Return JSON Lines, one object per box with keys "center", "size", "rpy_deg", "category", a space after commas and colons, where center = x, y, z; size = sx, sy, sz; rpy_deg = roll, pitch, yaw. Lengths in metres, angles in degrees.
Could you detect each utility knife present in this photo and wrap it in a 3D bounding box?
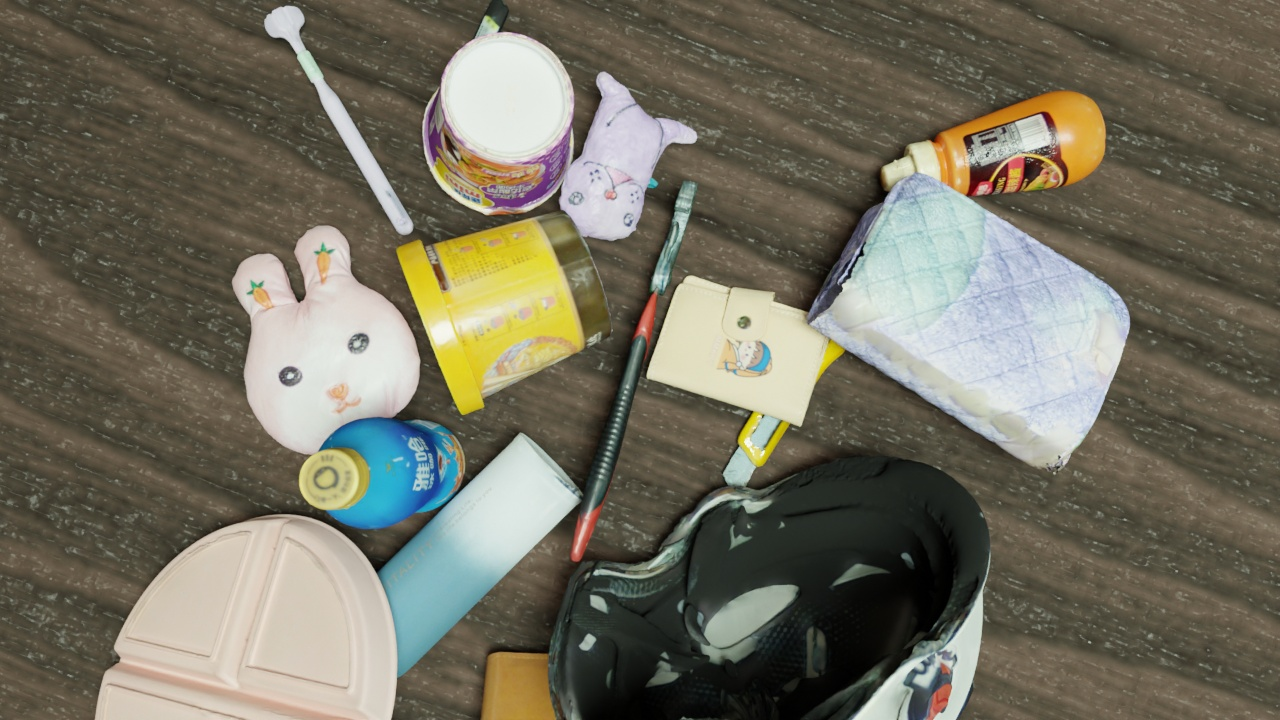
{"center": [0.111, 0.020, 0.660], "size": [0.033, 0.015, 0.180], "rpy_deg": [32, 86, 5], "category": "utility knife"}

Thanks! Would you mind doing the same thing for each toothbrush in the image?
{"center": [-0.217, -0.173, 0.669], "size": [0.029, 0.021, 0.189], "rpy_deg": [-30, 88, -5], "category": "toothbrush"}

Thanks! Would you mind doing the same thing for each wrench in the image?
{"center": [-0.004, 0.004, 0.628], "size": [0.016, 0.056, 0.273], "rpy_deg": [17, 78, 3], "category": "wrench"}

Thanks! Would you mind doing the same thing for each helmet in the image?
{"center": [0.089, 0.189, 0.560], "size": [0.273, 0.230, 0.157], "rpy_deg": [-26, 112, -15], "category": "helmet"}

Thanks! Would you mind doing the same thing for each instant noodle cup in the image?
{"center": [-0.089, -0.039, 0.616], "size": [0.114, 0.118, 0.118], "rpy_deg": [-22, 86, -10], "category": "instant noodle cup"}
{"center": [-0.092, -0.164, 0.622], "size": [0.111, 0.099, 0.111], "rpy_deg": [1, 87, -13], "category": "instant noodle cup"}

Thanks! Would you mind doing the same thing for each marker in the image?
{"center": [-0.126, -0.211, 0.676], "size": [0.018, 0.015, 0.124], "rpy_deg": [22, 83, 0], "category": "marker"}

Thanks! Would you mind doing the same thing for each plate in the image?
{"center": [-0.258, 0.208, 0.582], "size": [0.230, 0.028, 0.229], "rpy_deg": [-8, 66, 19], "category": "plate"}

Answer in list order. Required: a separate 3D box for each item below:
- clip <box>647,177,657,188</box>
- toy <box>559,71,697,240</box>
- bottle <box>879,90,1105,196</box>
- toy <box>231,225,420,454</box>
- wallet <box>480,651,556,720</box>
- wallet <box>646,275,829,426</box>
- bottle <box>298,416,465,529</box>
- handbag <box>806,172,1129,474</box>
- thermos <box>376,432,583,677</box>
{"center": [-0.015, -0.136, 0.671], "size": [0.057, 0.014, 0.047], "rpy_deg": [34, 88, 0], "category": "clip"}
{"center": [-0.015, -0.134, 0.645], "size": [0.084, 0.039, 0.108], "rpy_deg": [25, 86, -19], "category": "toy"}
{"center": [0.246, -0.146, 0.655], "size": [0.149, 0.066, 0.066], "rpy_deg": [-13, 86, 5], "category": "bottle"}
{"center": [-0.226, -0.015, 0.642], "size": [0.121, 0.054, 0.159], "rpy_deg": [-28, 79, -3], "category": "toy"}
{"center": [-0.054, 0.257, 0.599], "size": [0.108, 0.031, 0.131], "rpy_deg": [2, 48, -1], "category": "wallet"}
{"center": [0.072, -0.011, 0.651], "size": [0.115, 0.024, 0.087], "rpy_deg": [17, 78, 13], "category": "wallet"}
{"center": [-0.153, 0.067, 0.551], "size": [0.065, 0.219, 0.065], "rpy_deg": [0, 86, -2], "category": "bottle"}
{"center": [0.225, -0.028, 0.629], "size": [0.194, 0.076, 0.134], "rpy_deg": [33, 66, 0], "category": "handbag"}
{"center": [-0.137, 0.146, 0.621], "size": [0.220, 0.070, 0.070], "rpy_deg": [-44, 87, -4], "category": "thermos"}
